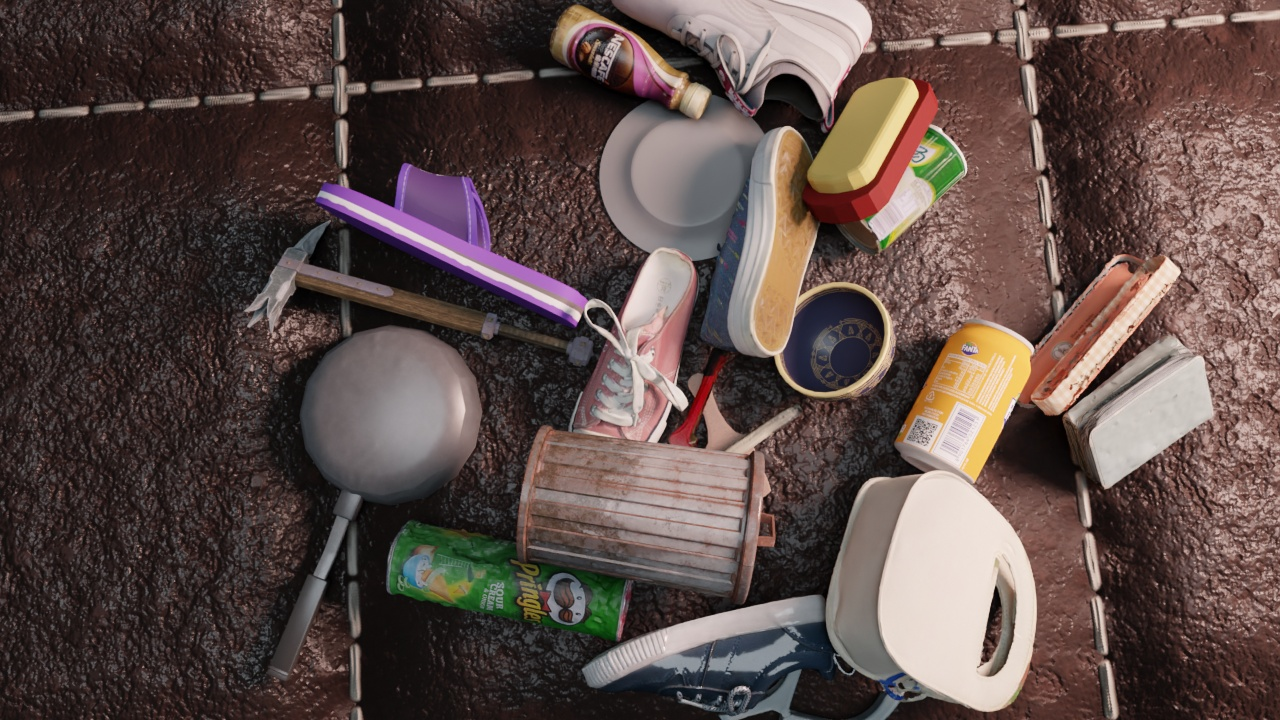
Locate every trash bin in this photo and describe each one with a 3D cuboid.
[{"bbox_3d":[0.010,0.131,0.795,0.211,0.131,0.130,8,83,4],"label":"trash bin"}]

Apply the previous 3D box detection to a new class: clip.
[{"bbox_3d":[0.171,0.335,0.846,0.171,0.029,0.141,-37,81,-2],"label":"clip"}]

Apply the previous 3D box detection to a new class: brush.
[{"bbox_3d":[0.214,-0.206,0.868,0.042,0.082,0.173,49,62,-35],"label":"brush"},{"bbox_3d":[0.079,0.076,0.892,0.050,0.015,0.135,-22,77,0],"label":"brush"}]

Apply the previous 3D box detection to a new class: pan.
[{"bbox_3d":[-0.278,0.133,0.881,0.178,0.041,0.357,21,84,5],"label":"pan"}]

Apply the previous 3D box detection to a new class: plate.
[{"bbox_3d":[0.047,-0.188,0.926,0.178,0.012,0.178,0,83,2],"label":"plate"}]

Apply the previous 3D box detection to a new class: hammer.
[{"bbox_3d":[-0.198,-0.051,0.896,0.317,0.028,0.146,16,50,-2],"label":"hammer"}]

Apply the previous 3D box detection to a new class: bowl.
[{"bbox_3d":[0.190,-0.011,0.867,0.113,0.061,0.112,-14,64,30],"label":"bowl"}]

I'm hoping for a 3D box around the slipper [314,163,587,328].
[{"bbox_3d":[-0.165,-0.126,0.880,0.266,0.107,0.084,25,85,-1],"label":"slipper"}]

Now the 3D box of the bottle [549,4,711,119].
[{"bbox_3d":[-0.008,-0.293,0.918,0.166,0.059,0.059,30,84,5],"label":"bottle"}]

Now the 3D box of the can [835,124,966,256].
[{"bbox_3d":[0.250,-0.165,0.888,0.121,0.067,0.067,-43,83,-3],"label":"can"}]

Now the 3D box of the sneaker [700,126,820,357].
[{"bbox_3d":[0.113,-0.112,0.886,0.079,0.087,0.235,-4,67,44],"label":"sneaker"}]

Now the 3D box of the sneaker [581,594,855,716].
[{"bbox_3d":[0.068,0.273,0.818,0.235,0.089,0.087,-15,73,4],"label":"sneaker"}]

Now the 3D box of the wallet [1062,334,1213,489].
[{"bbox_3d":[0.456,0.049,0.846,0.131,0.054,0.100,-37,124,-4],"label":"wallet"}]

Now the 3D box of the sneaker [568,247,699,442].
[{"bbox_3d":[-0.005,0.005,0.862,0.118,0.088,0.241,19,88,4],"label":"sneaker"}]

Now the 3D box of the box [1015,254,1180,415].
[{"bbox_3d":[0.425,-0.027,0.865,0.043,0.083,0.187,43,84,-9],"label":"box"}]

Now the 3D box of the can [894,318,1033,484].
[{"bbox_3d":[0.302,0.039,0.853,0.079,0.079,0.142,29,84,5],"label":"can"}]

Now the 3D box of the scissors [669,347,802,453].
[{"bbox_3d":[0.067,0.078,0.876,0.179,0.015,0.193,-5,79,6],"label":"scissors"}]

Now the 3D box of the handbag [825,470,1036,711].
[{"bbox_3d":[0.265,0.207,0.814,0.199,0.093,0.200,34,63,-17],"label":"handbag"}]

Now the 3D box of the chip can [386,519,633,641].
[{"bbox_3d":[-0.121,0.202,0.851,0.223,0.075,0.075,11,83,4],"label":"chip can"}]

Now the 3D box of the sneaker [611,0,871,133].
[{"bbox_3d":[0.087,-0.308,0.897,0.263,0.097,0.128,15,78,-3],"label":"sneaker"}]
